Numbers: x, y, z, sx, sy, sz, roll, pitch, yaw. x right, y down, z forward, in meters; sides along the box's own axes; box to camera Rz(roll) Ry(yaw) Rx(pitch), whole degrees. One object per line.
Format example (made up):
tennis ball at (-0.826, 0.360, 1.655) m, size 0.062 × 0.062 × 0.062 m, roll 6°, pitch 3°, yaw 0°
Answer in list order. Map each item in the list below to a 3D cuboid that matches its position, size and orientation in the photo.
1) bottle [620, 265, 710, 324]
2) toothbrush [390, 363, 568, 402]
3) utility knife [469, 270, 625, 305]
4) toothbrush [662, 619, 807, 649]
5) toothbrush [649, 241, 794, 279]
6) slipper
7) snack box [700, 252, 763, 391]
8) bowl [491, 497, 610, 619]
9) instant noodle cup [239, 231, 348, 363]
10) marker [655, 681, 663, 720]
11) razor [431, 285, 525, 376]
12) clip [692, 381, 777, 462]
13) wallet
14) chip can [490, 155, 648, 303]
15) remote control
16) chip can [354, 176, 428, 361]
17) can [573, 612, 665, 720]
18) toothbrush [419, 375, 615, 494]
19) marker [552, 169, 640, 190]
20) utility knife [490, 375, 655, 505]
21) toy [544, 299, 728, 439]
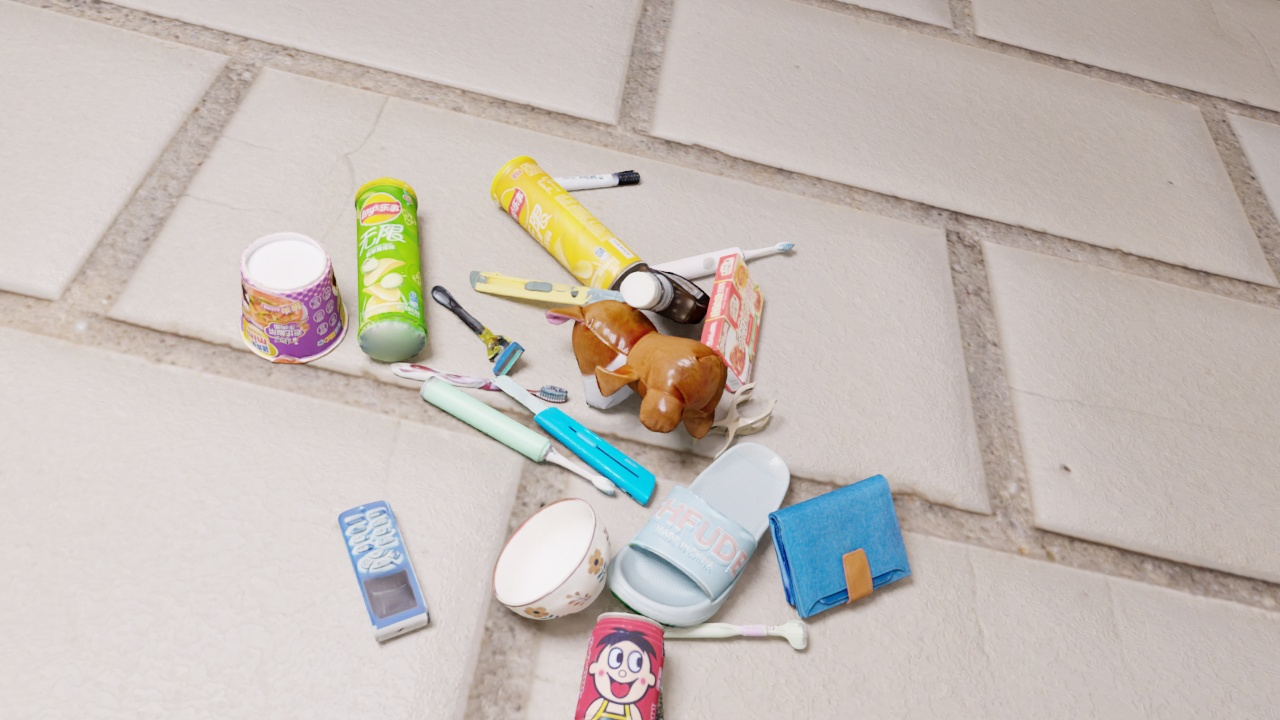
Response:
bottle at (0.024, -0.071, 0.989) m, size 0.080 × 0.044 × 0.194 m, roll 35°, pitch 10°, yaw 12°
toothbrush at (-0.168, 0.022, 0.962) m, size 0.187 × 0.017 × 0.016 m, roll 11°, pitch 54°, yaw -6°
utility knife at (-0.105, -0.079, 1.033) m, size 0.195 × 0.020 × 0.030 m, roll 11°, pitch 62°, yaw 9°
toothbrush at (0.060, 0.248, 0.838) m, size 0.189 × 0.020 × 0.029 m, roll 4°, pitch 45°, yaw -9°
toothbrush at (0.097, -0.122, 1.133) m, size 0.220 × 0.027 × 0.026 m, roll -15°, pitch 16°, yaw -24°
slipper at (0.069, 0.155, 0.874) m, size 0.104 × 0.074 × 0.244 m, roll 35°, pitch 49°, yaw 16°
snack box at (0.106, -0.045, 1.045) m, size 0.026 × 0.075 × 0.152 m, roll -13°, pitch 43°, yaw 30°
bowl at (-0.069, 0.184, 0.816) m, size 0.062 × 0.114 × 0.113 m, roll 49°, pitch 44°, yaw -29°
instant noodle cup at (-0.357, -0.070, 0.938) m, size 0.111 × 0.099 × 0.111 m, roll 8°, pitch 51°, yaw -10°
marker at (0.013, 0.310, 0.778) m, size 0.017 × 0.017 × 0.145 m, roll 5°, pitch 52°, yaw -10°
razor at (-0.181, -0.037, 1.004) m, size 0.143 × 0.022 × 0.043 m, roll 41°, pitch 98°, yaw 23°
clip at (0.094, 0.059, 0.987) m, size 0.104 × 0.035 × 0.080 m, roll -25°, pitch 64°, yaw -20°
wallet at (0.193, 0.178, 0.886) m, size 0.133 × 0.040 × 0.106 m, roll -15°, pitch 92°, yaw -22°
chip can at (-0.085, -0.154, 1.085) m, size 0.071 × 0.072 × 0.213 m, roll -33°, pitch 66°, yaw -32°
remote control at (-0.229, 0.184, 0.815) m, size 0.049 × 0.024 × 0.125 m, roll -15°, pitch 56°, yaw -23°
chip can at (-0.273, -0.100, 0.998) m, size 0.072 × 0.073 × 0.221 m, roll -2°, pitch 54°, yaw -15°
can at (-0.016, 0.266, 0.768) m, size 0.066 × 0.067 × 0.093 m, roll 14°, pitch 57°, yaw -3°
toothbrush at (-0.123, 0.076, 0.924) m, size 0.224 × 0.027 × 0.026 m, roll 28°, pitch 65°, yaw 9°
marker at (-0.063, -0.233, 1.188) m, size 0.130 × 0.018 × 0.022 m, roll -8°, pitch 46°, yaw -20°
utility knife at (-0.070, 0.075, 0.936) m, size 0.207 × 0.018 × 0.034 m, roll 35°, pitch 55°, yaw 11°
toy at (-0.006, 0.006, 0.954) m, size 0.199 × 0.130 × 0.140 m, roll 41°, pitch 11°, yaw 29°
